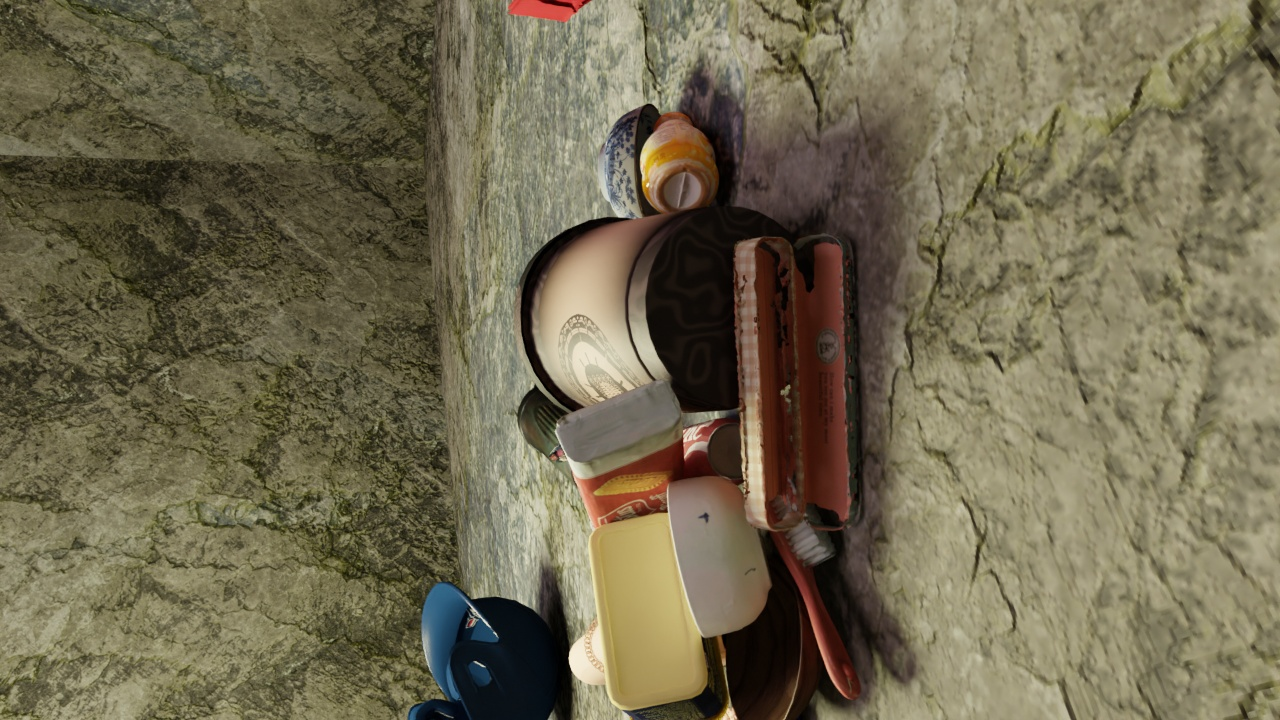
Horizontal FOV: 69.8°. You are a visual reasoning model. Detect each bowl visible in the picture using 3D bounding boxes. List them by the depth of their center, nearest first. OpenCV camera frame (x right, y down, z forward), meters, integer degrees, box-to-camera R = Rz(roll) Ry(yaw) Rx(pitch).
[{"bbox_3d":[0.056,0.127,0.613,0.105,0.054,0.105,-15,-91,-82],"label":"bowl"},{"bbox_3d":[0.097,0.197,0.629,0.119,0.032,0.119,-170,91,-74],"label":"bowl"},{"bbox_3d":[-0.009,-0.170,0.823,0.114,0.045,0.114,0,-91,-73],"label":"bowl"}]

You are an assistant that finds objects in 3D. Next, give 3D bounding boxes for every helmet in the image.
[{"bbox_3d":[-0.240,0.457,1.396,0.272,0.222,0.233,49,131,17],"label":"helmet"}]

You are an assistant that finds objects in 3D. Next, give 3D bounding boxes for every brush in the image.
[{"bbox_3d":[0.111,0.131,0.587,0.030,0.041,0.172,-37,44,18],"label":"brush"}]

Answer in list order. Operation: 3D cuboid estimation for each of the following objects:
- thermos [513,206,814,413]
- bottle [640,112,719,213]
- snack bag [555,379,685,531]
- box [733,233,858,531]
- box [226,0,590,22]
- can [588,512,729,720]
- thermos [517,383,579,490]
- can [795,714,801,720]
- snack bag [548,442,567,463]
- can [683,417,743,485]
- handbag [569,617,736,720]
[{"bbox_3d":[0.014,-0.033,0.682,0.226,0.172,0.172,179,89,-66],"label":"thermos"},{"bbox_3d":[0.031,-0.168,0.767,0.109,0.063,0.063,-95,14,-49],"label":"bottle"},{"bbox_3d":[-0.007,0.083,0.649,0.225,0.077,0.041,82,165,-63],"label":"snack bag"},{"bbox_3d":[0.095,0.015,0.568,0.054,0.079,0.187,-9,-85,-81],"label":"box"},{"bbox_3d":[-0.121,-0.312,0.686,0.211,0.409,0.107,-151,49,-71],"label":"box"},{"bbox_3d":[0.012,0.190,0.662,0.104,0.075,0.135,69,-170,-59],"label":"can"},{"bbox_3d":[-0.084,0.092,1.108,0.221,0.098,0.098,-146,56,-63],"label":"thermos"},{"bbox_3d":[0.104,0.291,0.635,0.032,0.032,0.095,123,141,-61],"label":"can"},{"bbox_3d":[-0.033,0.038,0.906,0.155,0.018,0.075,-50,4,-20],"label":"snack bag"},{"bbox_3d":[0.056,0.075,0.729,0.097,0.054,0.054,152,115,-70],"label":"can"},{"bbox_3d":[0.017,0.294,0.768,0.199,0.116,0.187,122,142,-60],"label":"handbag"}]
